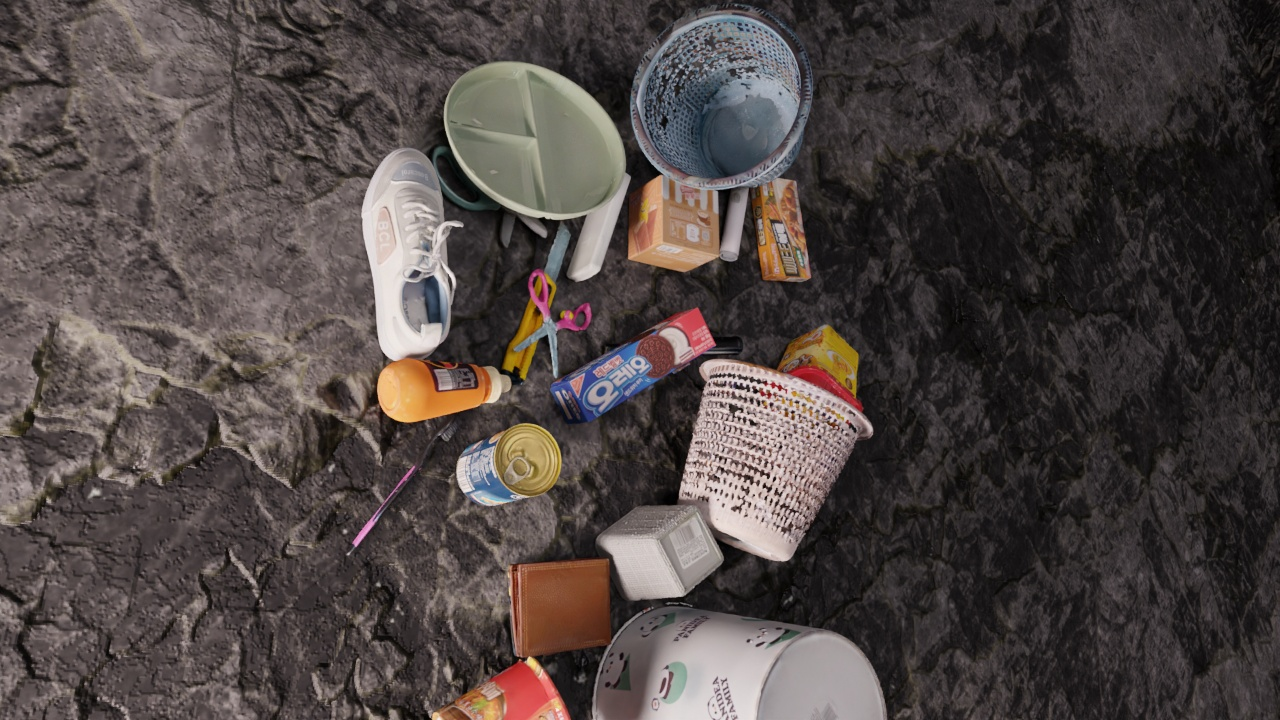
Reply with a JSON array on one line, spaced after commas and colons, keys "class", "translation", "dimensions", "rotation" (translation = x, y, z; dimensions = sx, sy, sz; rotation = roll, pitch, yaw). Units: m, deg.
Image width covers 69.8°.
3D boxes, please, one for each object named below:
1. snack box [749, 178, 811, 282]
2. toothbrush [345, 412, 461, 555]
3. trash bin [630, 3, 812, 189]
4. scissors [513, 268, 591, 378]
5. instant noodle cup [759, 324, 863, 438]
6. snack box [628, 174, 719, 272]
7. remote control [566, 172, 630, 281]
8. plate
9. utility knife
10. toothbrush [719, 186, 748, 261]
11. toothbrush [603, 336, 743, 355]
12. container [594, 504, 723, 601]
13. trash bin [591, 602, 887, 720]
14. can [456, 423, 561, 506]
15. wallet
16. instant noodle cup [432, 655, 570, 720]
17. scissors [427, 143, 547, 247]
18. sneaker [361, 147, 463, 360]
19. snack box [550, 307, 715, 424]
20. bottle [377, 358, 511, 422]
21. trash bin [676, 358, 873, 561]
[{"class": "snack box", "translation": [0.204, -0.192, 1.344], "dimensions": [0.075, 0.026, 0.153], "rotation": [0, 79, -34]}, {"class": "toothbrush", "translation": [-0.246, 0.129, 0.964], "dimensions": [0.018, 0.014, 0.188], "rotation": [51, 56, -28]}, {"class": "trash bin", "translation": [0.124, -0.316, 1.197], "dimensions": [0.195, 0.227, 0.226], "rotation": [6, 71, -71]}, {"class": "scissors", "translation": [-0.106, -0.047, 1.087], "dimensions": [0.133, 0.017, 0.136], "rotation": [-37, 119, -41]}, {"class": "instant noodle cup", "translation": [0.243, 0.026, 1.271], "dimensions": [0.116, 0.116, 0.123], "rotation": [41, 48, -19]}, {"class": "snack box", "translation": [0.043, -0.177, 1.198], "dimensions": [0.092, 0.077, 0.094], "rotation": [9, 74, -32]}, {"class": "remote control", "translation": [-0.051, -0.168, 1.144], "dimensions": [0.021, 0.058, 0.149], "rotation": [30, 64, -28]}, {"class": "plate", "translation": [-0.126, -0.263, 1.104], "dimensions": [0.230, 0.028, 0.229], "rotation": [13, 59, -22]}, {"class": "utility knife", "translation": [-0.122, -0.070, 1.097], "dimensions": [0.033, 0.015, 0.230], "rotation": [30, 63, -28]}, {"class": "toothbrush", "translation": [0.143, -0.244, 1.314], "dimensions": [0.027, 0.026, 0.220], "rotation": [9, 69, 7]}, {"class": "toothbrush", "translation": [0.044, -0.017, 1.192], "dimensions": [0.212, 0.026, 0.027], "rotation": [-3, 116, -33]}, {"class": "container", "translation": [0.024, 0.221, 1.062], "dimensions": [0.090, 0.115, 0.090], "rotation": [-32, 97, -35]}, {"class": "trash bin", "translation": [0.109, 0.382, 0.995], "dimensions": [0.229, 0.253, 0.229], "rotation": [9, 74, -33]}, {"class": "can", "translation": [-0.143, 0.113, 0.978], "dimensions": [0.075, 0.111, 0.075], "rotation": [9, 72, -31]}, {"class": "wallet", "translation": [-0.087, 0.275, 1.027], "dimensions": [0.124, 0.032, 0.101], "rotation": [3, 80, -33]}, {"class": "instant noodle cup", "translation": [-0.135, 0.380, 0.908], "dimensions": [0.108, 0.138, 0.138], "rotation": [-18, 88, -28]}, {"class": "scissors", "translation": [-0.168, -0.228, 1.104], "dimensions": [0.174, 0.019, 0.169], "rotation": [32, 61, -22]}, {"class": "sneaker", "translation": [-0.242, -0.123, 0.982], "dimensions": [0.089, 0.091, 0.242], "rotation": [3, 76, -35]}, {"class": "snack box", "translation": [-0.007, 0.007, 1.114], "dimensions": [0.207, 0.057, 0.058], "rotation": [-30, 99, -27]}, {"class": "bottle", "translation": [-0.204, 0.029, 0.990], "dimensions": [0.149, 0.067, 0.066], "rotation": [-4, 80, -42]}, {"class": "trash bin", "translation": [0.145, 0.131, 1.124], "dimensions": [0.227, 0.228, 0.192], "rotation": [29, 76, -25]}]
